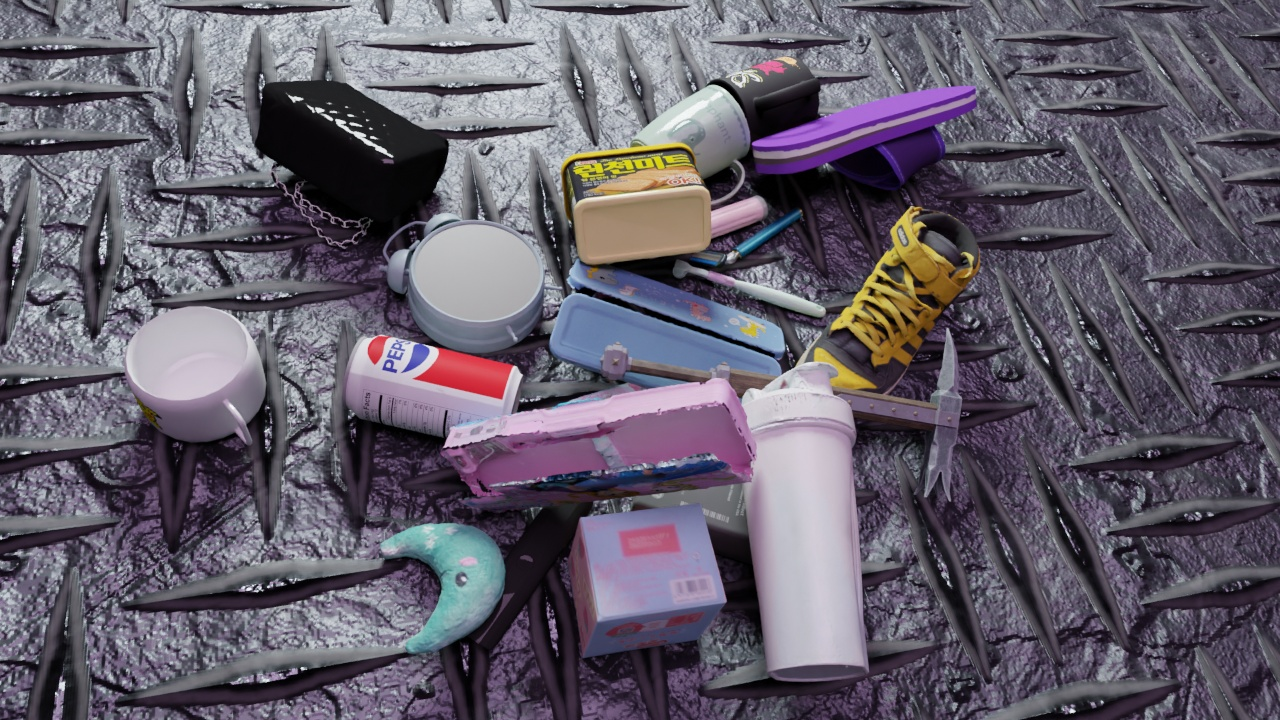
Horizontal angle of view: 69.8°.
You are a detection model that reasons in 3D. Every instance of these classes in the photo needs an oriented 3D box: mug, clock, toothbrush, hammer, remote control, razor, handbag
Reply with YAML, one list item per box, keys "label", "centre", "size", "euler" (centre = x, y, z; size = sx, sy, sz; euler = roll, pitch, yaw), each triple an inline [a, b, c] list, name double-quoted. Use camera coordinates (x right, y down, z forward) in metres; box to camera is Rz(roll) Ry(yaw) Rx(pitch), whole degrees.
- label: "mug"
  centre: [0.137, -0.275, 0.976]
  size: [0.098, 0.118, 0.082]
  euler: [-25, 103, -24]
- label: "clock"
  centre: [-0.158, -0.075, 0.829]
  size: [0.159, 0.045, 0.122]
  euler: [32, 56, 8]
- label: "mug"
  centre: [0.056, -0.209, 0.941]
  size: [0.104, 0.084, 0.111]
  euler: [-34, 89, -17]
- label: "mug"
  centre: [-0.340, 0.019, 0.717]
  size: [0.094, 0.068, 0.115]
  euler: [-36, 70, -29]
- label: "toothbrush"
  centre: [0.030, -0.120, 0.906]
  size: [0.222, 0.027, 0.027]
  euler: [-22, 85, -23]
- label: "hammer"
  centre: [0.122, 0.022, 0.787]
  size: [0.317, 0.028, 0.147]
  euler: [10, 86, -6]
- label: "remote control"
  centre: [-0.087, 0.156, 0.709]
  size: [0.033, 0.015, 0.146]
  euler: [31, 57, 9]
- label: "razor"
  centre: [0.115, -0.123, 0.929]
  size: [0.143, 0.022, 0.042]
  euler: [-30, 32, -31]
- label: "handbag"
  centre: [-0.270, -0.189, 0.873]
  size: [0.154, 0.115, 0.124]
  euler: [28, 33, 12]
- label: "toothbrush"
  centre: [0.106, -0.069, 0.894]
  size: [0.155, 0.015, 0.022]
  euler: [17, 57, 0]

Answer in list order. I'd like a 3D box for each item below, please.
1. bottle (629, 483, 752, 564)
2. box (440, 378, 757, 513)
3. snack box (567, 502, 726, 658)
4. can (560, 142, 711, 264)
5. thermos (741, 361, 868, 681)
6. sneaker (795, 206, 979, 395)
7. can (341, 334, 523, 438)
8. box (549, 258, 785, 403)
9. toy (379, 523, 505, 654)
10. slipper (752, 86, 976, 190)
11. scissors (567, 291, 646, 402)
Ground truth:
- label: "bottle"
  centre: [0.084, 0.118, 0.749]
  size: [0.174, 0.046, 0.083]
  euler: [18, 56, 1]
- label: "box"
  centre: [-0.035, 0.079, 0.662]
  size: [0.231, 0.085, 0.070]
  euler: [-10, 39, 23]
- label: "snack box"
  centre: [0.001, 0.162, 0.675]
  size: [0.093, 0.095, 0.079]
  euler: [-5, 58, -14]
- label: "can"
  centre: [-0.004, -0.146, 0.859]
  size: [0.130, 0.073, 0.101]
  euler: [-8, 35, -5]
- label: "thermos"
  centre: [0.115, 0.117, 0.673]
  size: [0.099, 0.099, 0.220]
  euler: [4, 62, -9]
- label: "sneaker"
  centre: [0.231, -0.048, 0.841]
  size: [0.086, 0.122, 0.237]
  euler: [36, 57, 15]
- label: "can"
  centre: [-0.167, 0.025, 0.746]
  size: [0.132, 0.070, 0.070]
  euler: [13, 56, -2]
- label: "box"
  centre: [0.029, -0.026, 0.821]
  size: [0.209, 0.043, 0.124]
  euler: [19, 56, -5]
- label: "toy"
  centre: [-0.142, 0.160, 0.677]
  size: [0.085, 0.033, 0.105]
  euler: [-19, 48, -11]
- label: "slipper"
  centre: [0.241, -0.219, 0.977]
  size: [0.266, 0.084, 0.107]
  euler: [-22, 23, -24]
- label: "scissors"
  centre: [-0.007, 0.010, 0.824]
  size: [0.176, 0.013, 0.170]
  euler: [-31, 71, -29]
